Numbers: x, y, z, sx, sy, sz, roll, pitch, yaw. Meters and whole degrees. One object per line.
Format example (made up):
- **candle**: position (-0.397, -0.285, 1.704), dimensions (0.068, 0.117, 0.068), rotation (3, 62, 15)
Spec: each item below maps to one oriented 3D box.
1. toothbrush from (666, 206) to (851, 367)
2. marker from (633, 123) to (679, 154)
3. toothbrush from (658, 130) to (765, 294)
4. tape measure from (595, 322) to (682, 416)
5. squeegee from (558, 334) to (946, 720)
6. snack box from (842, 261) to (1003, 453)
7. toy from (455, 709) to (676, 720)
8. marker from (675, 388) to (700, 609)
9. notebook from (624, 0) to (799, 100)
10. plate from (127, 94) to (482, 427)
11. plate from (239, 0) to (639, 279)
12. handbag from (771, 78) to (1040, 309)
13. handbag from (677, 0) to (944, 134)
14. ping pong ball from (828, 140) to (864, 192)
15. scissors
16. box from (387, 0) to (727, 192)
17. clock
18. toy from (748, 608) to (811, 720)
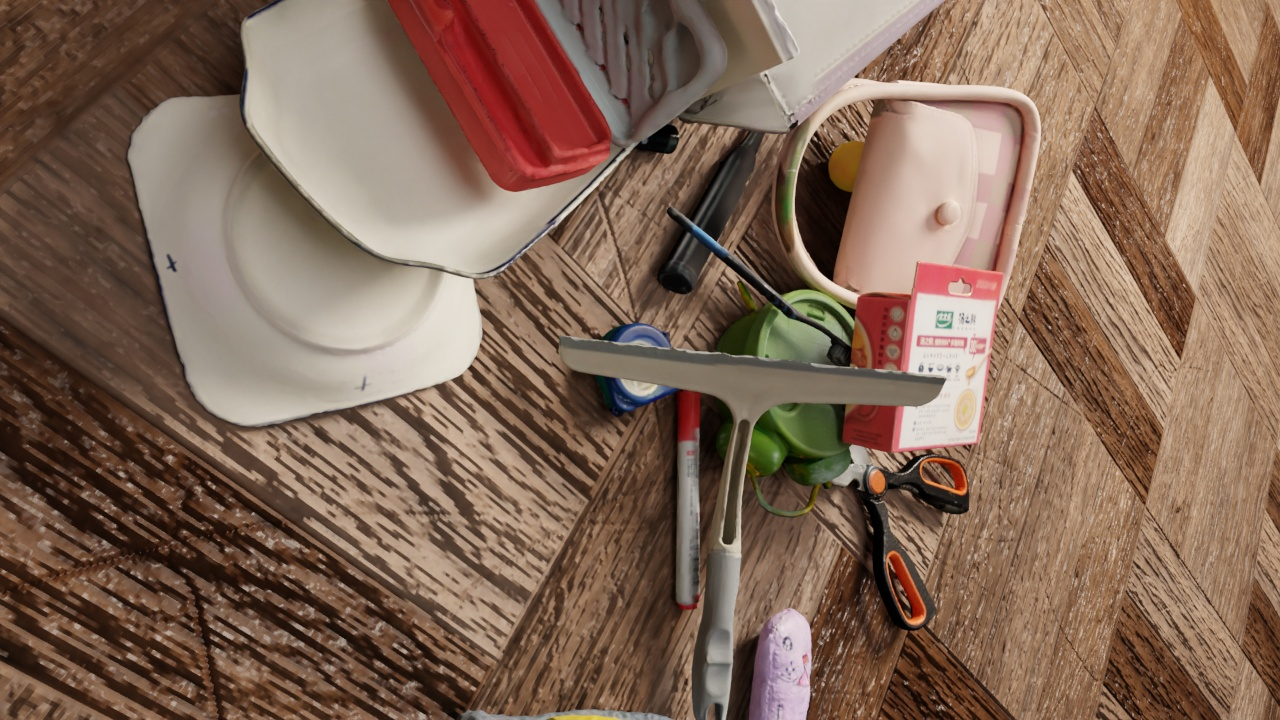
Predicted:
- **toothbrush**: position (0.084, -0.041, 0.597), dimensions (0.189, 0.014, 0.016), rotation (35, 79, -27)
- **marker**: position (-0.031, -0.150, 0.583), dimensions (0.131, 0.020, 0.022), rotation (0, 56, -38)
- **toothbrush**: position (0.067, -0.135, 0.658), dimensions (0.026, 0.027, 0.212), rotation (88, 26, -60)
- **tape measure**: position (-0.003, 0.003, 0.584), dimensions (0.058, 0.025, 0.054), rotation (-22, 98, -36)
- **squeegee**: position (0.057, 0.117, 0.583), dimensions (0.246, 0.039, 0.246), rotation (5, 95, -11)
- **snack box**: position (0.197, -0.004, 0.640), dimensions (0.113, 0.044, 0.127), rotation (1, 98, -41)
- **toy**: position (0.033, 0.301, 0.543), dimensions (0.137, 0.091, 0.356), rotation (-39, 108, -22)
- **marker**: position (0.032, 0.091, 0.609), dimensions (0.017, 0.017, 0.145), rotation (6, 82, -39)
- **notebook**: position (0.006, -0.215, 0.506), dimensions (0.012, 0.209, 0.150), rotation (-32, 104, -10)
- **plate**: position (-0.153, -0.058, 0.462), dimensions (0.163, 0.034, 0.163), rotation (-16, 95, -39)
- **plate**: position (-0.092, -0.140, 0.487), dimensions (0.162, 0.034, 0.264), rotation (46, 46, -11)
- **handbag**: position (0.183, -0.120, 0.680), dimensions (0.233, 0.093, 0.193), rotation (4, 102, -36)
- **handbag**: position (0.110, -0.237, 0.592), dimensions (0.196, 0.145, 0.098), rotation (-40, 109, -13)
- **ping pong ball**: position (0.171, -0.155, 0.733), dimensions (0.040, 0.040, 0.040), rotation (5, 82, -39)
- **scissors**: position (0.198, 0.110, 0.743), dimensions (0.230, 0.022, 0.221), rotation (-10, 87, -38)
- **box**: position (-0.057, -0.197, 0.452), dimensions (0.112, 0.100, 0.201), rotation (-26, 85, -46)
- **clock**: position (0.105, 0.029, 0.645), dimensions (0.116, 0.056, 0.161), rotation (13, 74, -35)
- **toy**: position (0.094, 0.224, 0.629), dimensions (0.084, 0.039, 0.108), rotation (32, 65, -55)
